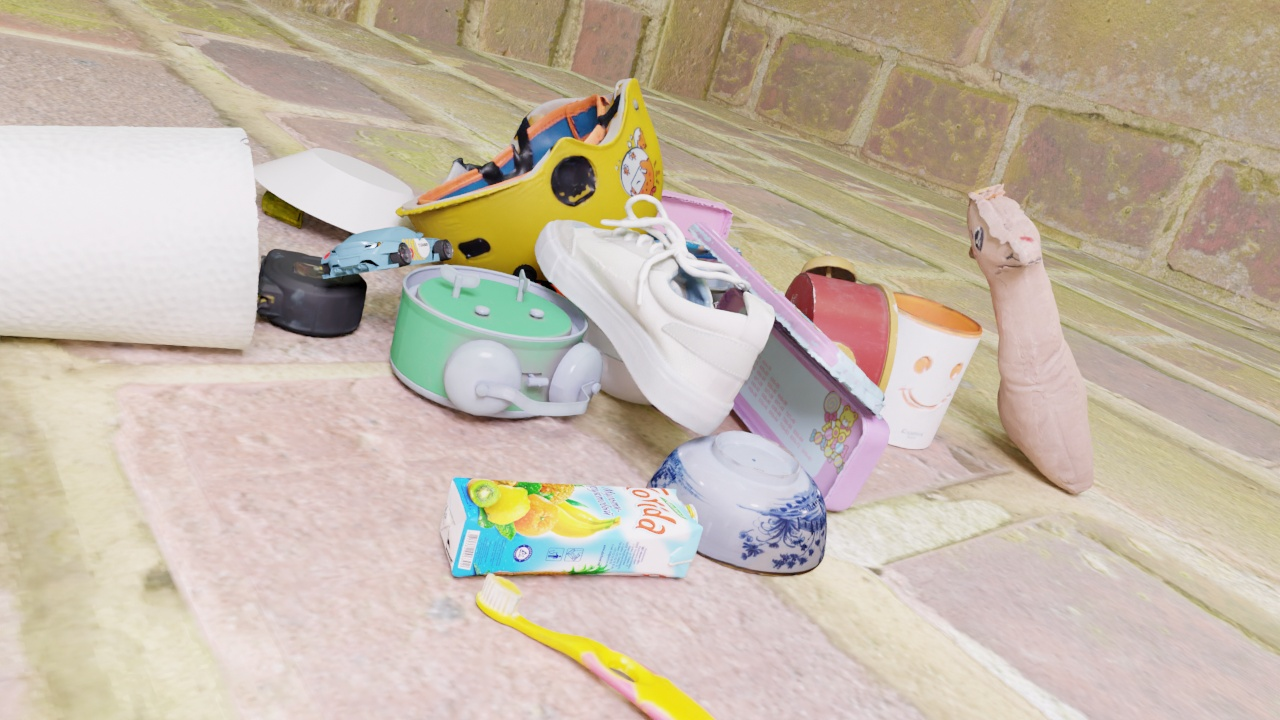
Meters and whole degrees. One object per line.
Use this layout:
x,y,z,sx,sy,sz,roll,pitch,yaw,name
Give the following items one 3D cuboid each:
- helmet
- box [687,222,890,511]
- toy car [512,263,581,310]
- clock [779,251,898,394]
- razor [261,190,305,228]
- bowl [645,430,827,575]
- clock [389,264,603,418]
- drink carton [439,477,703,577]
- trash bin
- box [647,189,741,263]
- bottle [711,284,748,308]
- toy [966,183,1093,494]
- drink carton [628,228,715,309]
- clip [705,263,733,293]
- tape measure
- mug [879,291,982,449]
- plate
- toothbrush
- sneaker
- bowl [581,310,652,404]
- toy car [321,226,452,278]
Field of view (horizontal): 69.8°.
-0.081,-0.133,0.810,0.239,0.140,0.209,-41,26,-25,helmet
0.095,-0.007,0.635,0.062,0.140,0.214,-18,34,-12,box
-0.065,-0.044,0.736,0.100,0.049,0.051,3,24,-32,toy car
0.138,-0.021,0.730,0.081,0.117,0.158,11,41,-7,clock
-0.295,-0.142,0.847,0.042,0.026,0.105,21,17,17,razor
0.063,0.074,0.542,0.114,0.045,0.114,15,21,-6,bowl
-0.089,-0.010,0.593,0.121,0.075,0.161,1,26,-38,clock
-0.032,0.083,0.453,0.128,0.039,0.044,7,23,-26,drink carton
-0.309,-0.070,0.514,0.161,0.133,0.133,-2,27,-30,trash bin
-0.004,-0.136,0.966,0.230,0.085,0.090,8,21,-23,box
0.086,-0.063,0.921,0.036,0.036,0.109,20,21,7,bottle
0.301,-0.020,0.741,0.065,0.264,0.196,-24,16,6,toy
0.019,-0.052,0.746,0.058,0.041,0.122,34,-8,37,drink carton
0.017,-0.076,0.845,0.090,0.027,0.163,2,2,-32,clip
-0.226,-0.046,0.629,0.072,0.042,0.071,11,18,-22,tape measure
0.218,0.007,0.747,0.082,0.105,0.082,15,21,-6,mug
-0.260,-0.157,0.839,0.174,0.036,0.173,25,14,-7,plate
-0.015,0.128,0.385,0.135,0.016,0.021,25,18,22,toothbrush
0.008,-0.052,0.606,0.089,0.091,0.242,28,14,-37,sneaker
-0.004,0.004,0.673,0.110,0.041,0.109,16,21,-6,bowl
-0.170,-0.076,0.622,0.060,0.027,0.107,-6,8,16,toy car
